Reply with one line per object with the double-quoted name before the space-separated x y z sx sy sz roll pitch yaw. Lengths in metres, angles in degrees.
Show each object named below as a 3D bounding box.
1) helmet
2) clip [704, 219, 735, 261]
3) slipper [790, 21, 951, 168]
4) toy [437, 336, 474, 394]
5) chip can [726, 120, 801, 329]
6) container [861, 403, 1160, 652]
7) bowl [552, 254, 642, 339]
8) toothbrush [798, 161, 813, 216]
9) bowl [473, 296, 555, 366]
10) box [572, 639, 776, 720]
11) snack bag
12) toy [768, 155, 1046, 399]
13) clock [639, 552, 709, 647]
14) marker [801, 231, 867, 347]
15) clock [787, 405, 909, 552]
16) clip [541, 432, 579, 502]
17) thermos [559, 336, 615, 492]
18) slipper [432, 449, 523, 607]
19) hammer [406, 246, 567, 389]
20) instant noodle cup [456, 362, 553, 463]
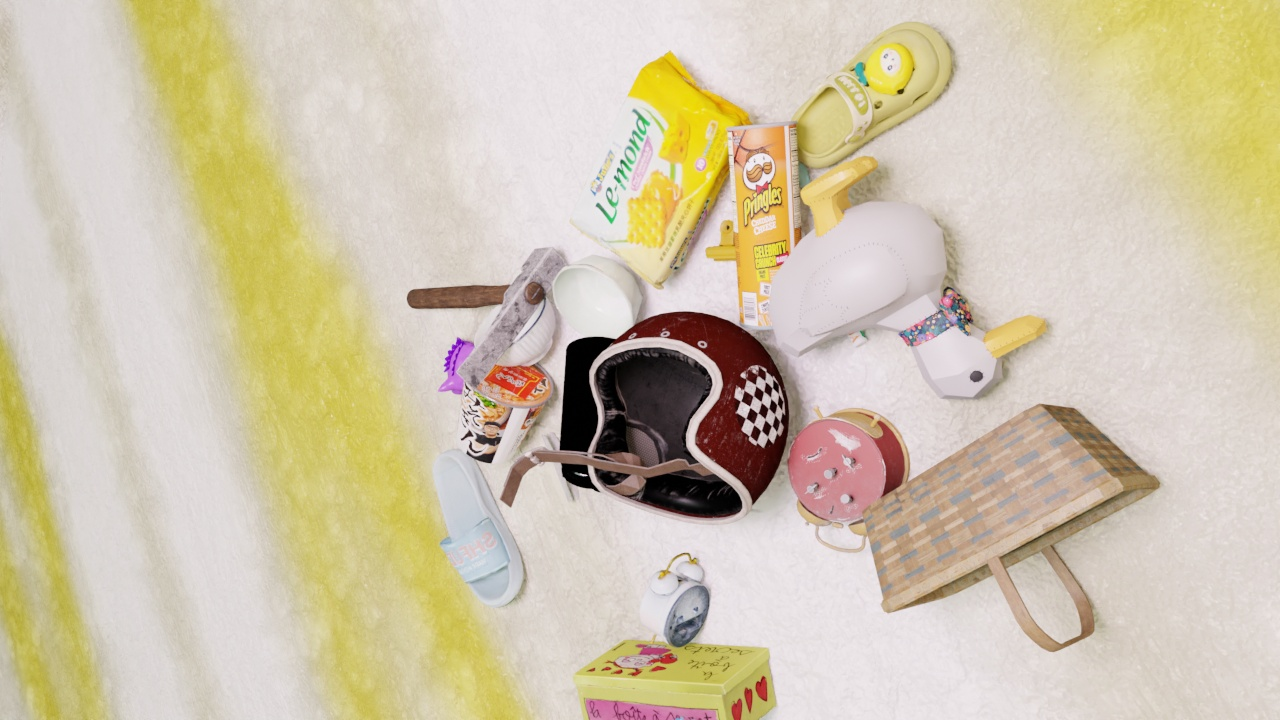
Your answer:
"helmet" 0.036 0.072 1.007 0.234 0.233 0.252 -22 42 50
"clip" 0.102 -0.139 1.074 0.054 0.044 0.049 4 122 36
"slipper" 0.221 -0.274 0.945 0.191 0.081 0.091 -35 72 36
"toy" -0.258 0.011 1.329 0.106 0.055 0.088 20 97 53
"chip can" 0.138 -0.147 0.997 0.075 0.075 0.215 5 108 35
"container" 0.352 0.175 0.856 0.251 0.157 0.186 -41 61 31
"bowl" -0.047 -0.086 1.155 0.117 0.061 0.118 20 138 19
"toothbrush" 0.195 -0.160 1.014 0.016 0.016 0.180 -25 79 34
"bowl" -0.159 -0.034 1.238 0.118 0.117 0.062 -10 133 36
"box" 0.042 0.401 1.120 0.222 0.124 0.082 -13 90 37
"snack bag" 0.027 -0.222 1.094 0.159 0.068 0.248 42 117 26
"toy" 0.245 -0.068 0.919 0.247 0.140 0.267 -24 95 27
"clock" 0.044 0.293 1.130 0.057 0.083 0.118 19 107 39
"marker" 0.207 -0.081 1.013 0.017 0.017 0.145 -36 75 33
"clock" 0.217 0.130 0.988 0.117 0.081 0.159 8 100 35
"clip" -0.102 0.139 1.245 0.056 0.046 0.101 -34 76 46
"thermos" -0.057 0.077 1.159 0.086 0.085 0.199 25 123 31
"slipper" -0.254 0.248 1.342 0.104 0.074 0.245 -33 75 34
"hammer" -0.258 -0.060 1.273 0.301 0.037 0.217 2 51 46
"instant noodle cup" -0.197 0.069 1.263 0.123 0.123 0.122 41 125 25
